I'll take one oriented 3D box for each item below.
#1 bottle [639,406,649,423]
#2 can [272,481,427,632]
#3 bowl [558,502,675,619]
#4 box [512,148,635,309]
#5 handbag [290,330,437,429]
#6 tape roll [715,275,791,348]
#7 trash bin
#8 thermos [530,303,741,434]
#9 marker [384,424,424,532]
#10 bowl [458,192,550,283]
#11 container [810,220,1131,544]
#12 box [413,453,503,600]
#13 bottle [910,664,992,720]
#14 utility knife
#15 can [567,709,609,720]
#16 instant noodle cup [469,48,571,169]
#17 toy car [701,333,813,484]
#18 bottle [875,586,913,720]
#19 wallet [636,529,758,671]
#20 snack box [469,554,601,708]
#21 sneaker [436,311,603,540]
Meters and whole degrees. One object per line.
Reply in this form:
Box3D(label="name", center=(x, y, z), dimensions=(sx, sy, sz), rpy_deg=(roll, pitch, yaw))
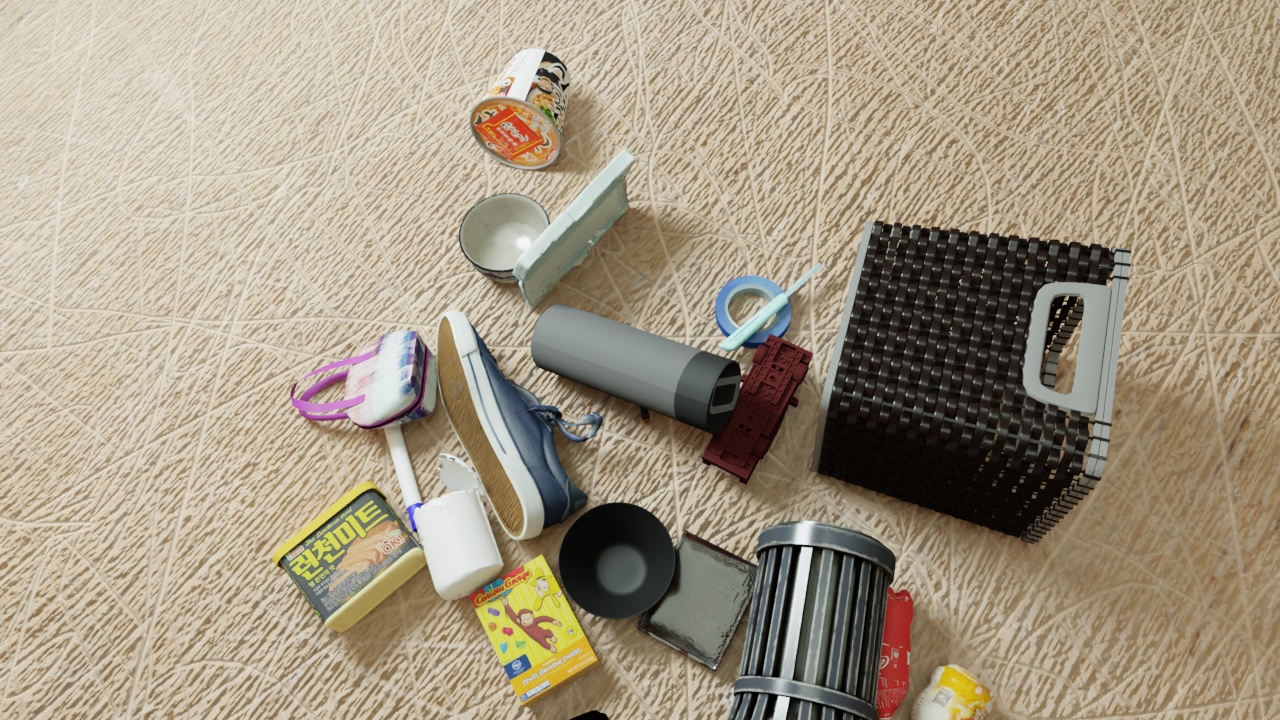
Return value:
Box3D(label="bottle", center=(-0.003, 0.026, 1.093), dimensions=(0.025, 0.025, 0.106), rpy_deg=(-12, 65, -1))
Box3D(label="can", center=(-0.314, 0.216, 1.006), dimensions=(0.130, 0.073, 0.101), rpy_deg=(-40, 71, -13))
Box3D(label="bowl", center=(-0.024, 0.220, 0.991), dimensions=(0.124, 0.052, 0.124), rpy_deg=(-2, 66, 4))
Box3D(label="box", center=(-0.081, -0.161, 1.122), dimensions=(0.043, 0.136, 0.196), rpy_deg=(39, 74, 9))
Box3D(label="handbag", center=(-0.335, 0.030, 1.097), dimensions=(0.170, 0.068, 0.144), rpy_deg=(-12, 49, 8))
Box3D(label="tape roll", center=(0.138, -0.060, 1.126), dimensions=(0.093, 0.016, 0.091), rpy_deg=(10, 67, 9))
Box3D(label="trash bin", center=(0.166, 0.285, 0.893), dimensions=(0.164, 0.164, 0.227), rpy_deg=(10, 63, 9))
Box3D(label="thermos", center=(-0.006, 0.006, 1.036), dimensions=(0.241, 0.082, 0.082), rpy_deg=(19, 67, 30))
Box3D(label="marker", center=(-0.274, 0.131, 1.070), dimensions=(0.020, 0.020, 0.141), rpy_deg=(-21, 66, -5))
Box3D(label="bowl", center=(-0.167, -0.148, 1.166), dimensions=(0.115, 0.059, 0.115), rpy_deg=(-2, 66, 4))
Box3D(label="container", center=(0.326, 0.017, 0.955), dimensions=(0.244, 0.246, 0.246), rpy_deg=(13, 67, 14))
Box3D(label="box", center=(-0.203, 0.176, 1.011), dimensions=(0.091, 0.081, 0.161), rpy_deg=(-18, 70, -20))
Box3D(label="bottle", center=(0.295, 0.356, 0.900), dimensions=(0.063, 0.063, 0.108), rpy_deg=(35, 72, 18))
Box3D(label="utility knife", center=(0.162, -0.064, 1.109), dimensions=(0.168, 0.015, 0.022), rpy_deg=(-40, 37, -14))
Box3D(label="can", center=(-0.044, 0.409, 0.902), dimensions=(0.063, 0.063, 0.114), rpy_deg=(-22, 66, -6))
Box3D(label="instant noodle cup", center=(-0.150, -0.344, 1.229), dimensions=(0.124, 0.124, 0.121), rpy_deg=(10, 58, 9))
Box3D(label="toy car", center=(0.134, 0.059, 1.048), dimensions=(0.070, 0.062, 0.169), rpy_deg=(26, 70, 15))
Box3D(label="bottle", center=(0.254, 0.305, 0.938), dimensions=(0.042, 0.042, 0.141), rpy_deg=(8, 67, 8))
Box3D(label="wallet", center=(0.064, 0.256, 0.984), dimensions=(0.099, 0.031, 0.119), rpy_deg=(24, 72, 17))
Box3D(label="snack box", center=(-0.112, 0.287, 0.975), dimensions=(0.088, 0.040, 0.125), rpy_deg=(-29, 67, -9))
Box3D(label="sneaker", center=(-0.142, 0.058, 1.063), dimensions=(0.127, 0.121, 0.294), rpy_deg=(-14, 62, -35))
